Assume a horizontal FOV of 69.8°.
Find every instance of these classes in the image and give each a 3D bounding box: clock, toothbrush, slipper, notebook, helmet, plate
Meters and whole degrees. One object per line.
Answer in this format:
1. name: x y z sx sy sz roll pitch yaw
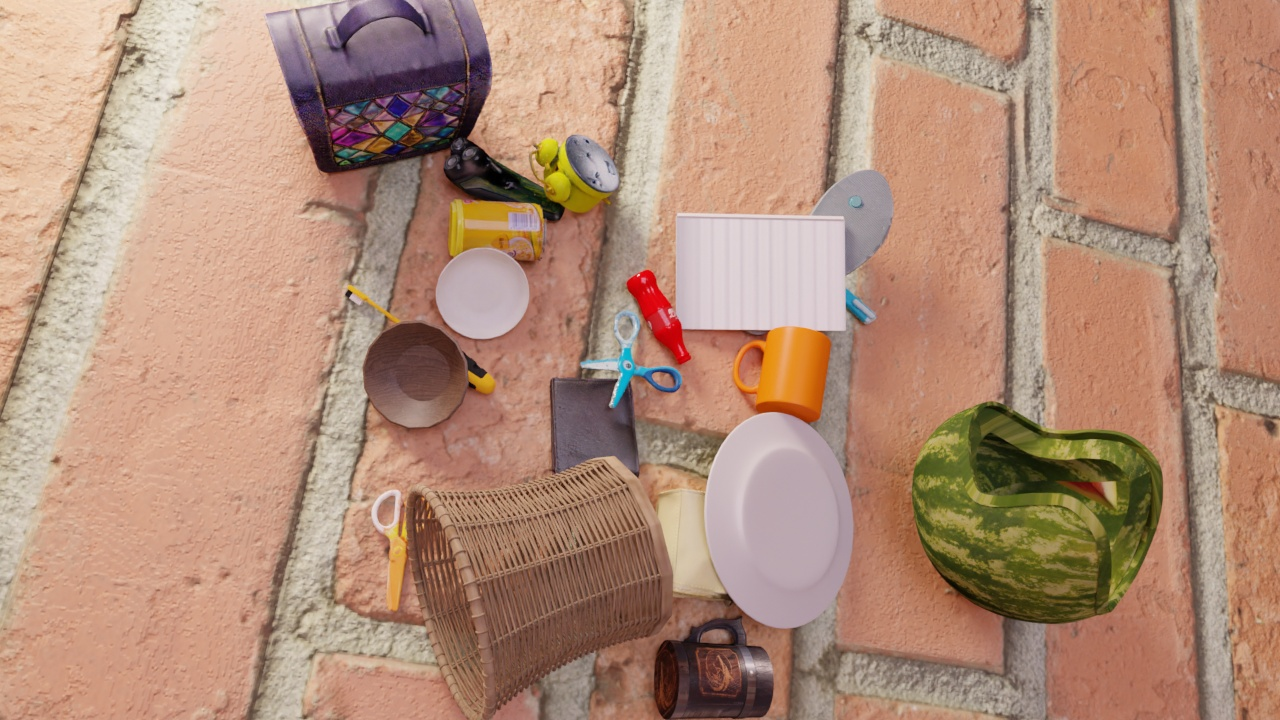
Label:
1. clock: -0.080 -0.222 1.081 0.118 0.057 0.083 5 59 -45
2. toothbrush: -0.243 -0.024 1.015 0.196 0.031 0.031 36 100 -1
3. slipper: 0.221 -0.129 1.165 0.098 0.055 0.268 44 83 2
4. notebook: 0.148 -0.108 1.128 0.209 0.009 0.142 0 87 -4
5. helmet: 0.434 0.178 1.051 0.212 0.247 0.244 -29 127 -38
6. plate: -0.179 -0.077 1.035 0.104 0.026 0.104 -5 109 -15
7. plate: 0.168 0.178 1.040 0.242 0.016 0.242 9 75 -37

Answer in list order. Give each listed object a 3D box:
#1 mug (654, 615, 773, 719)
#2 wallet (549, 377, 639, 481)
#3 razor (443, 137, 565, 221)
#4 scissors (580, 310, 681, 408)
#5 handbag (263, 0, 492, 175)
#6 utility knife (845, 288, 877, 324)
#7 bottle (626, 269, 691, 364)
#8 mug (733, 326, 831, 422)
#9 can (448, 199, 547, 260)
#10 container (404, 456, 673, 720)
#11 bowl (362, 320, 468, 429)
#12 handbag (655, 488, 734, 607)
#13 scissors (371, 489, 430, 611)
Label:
1. mug: 0.076 0.329 0.994 0.107 0.080 0.115 7 47 -16
2. wallet: -0.054 0.079 1.044 0.099 0.031 0.119 1 72 -19
3. razor: -0.155 -0.207 1.072 0.151 0.067 0.053 24 72 -18
4. scissors: -0.005 0.007 1.073 0.137 0.011 0.133 30 51 -16
5. handbag: -0.277 -0.309 0.976 0.204 0.222 0.125 -17 81 -20
6. utility knife: 0.237 -0.113 1.190 0.181 0.015 0.022 43 64 0
7. bottle: 0.025 -0.050 1.097 0.036 0.036 0.119 -27 85 -22
8. mug: 0.167 0.015 1.109 0.113 0.078 0.095 7 71 14
9. can: -0.165 -0.148 1.050 0.105 0.068 0.067 0 75 -17
10. container: -0.099 0.207 0.894 0.195 0.227 0.226 -13 79 -27
11. bowl: -0.238 0.014 0.987 0.118 0.030 0.118 1 95 7
12. handbag: 0.070 0.210 1.020 0.111 0.081 0.119 13 70 -21
13. scissors: -0.255 0.197 0.957 0.064 0.013 0.127 9 72 -14
